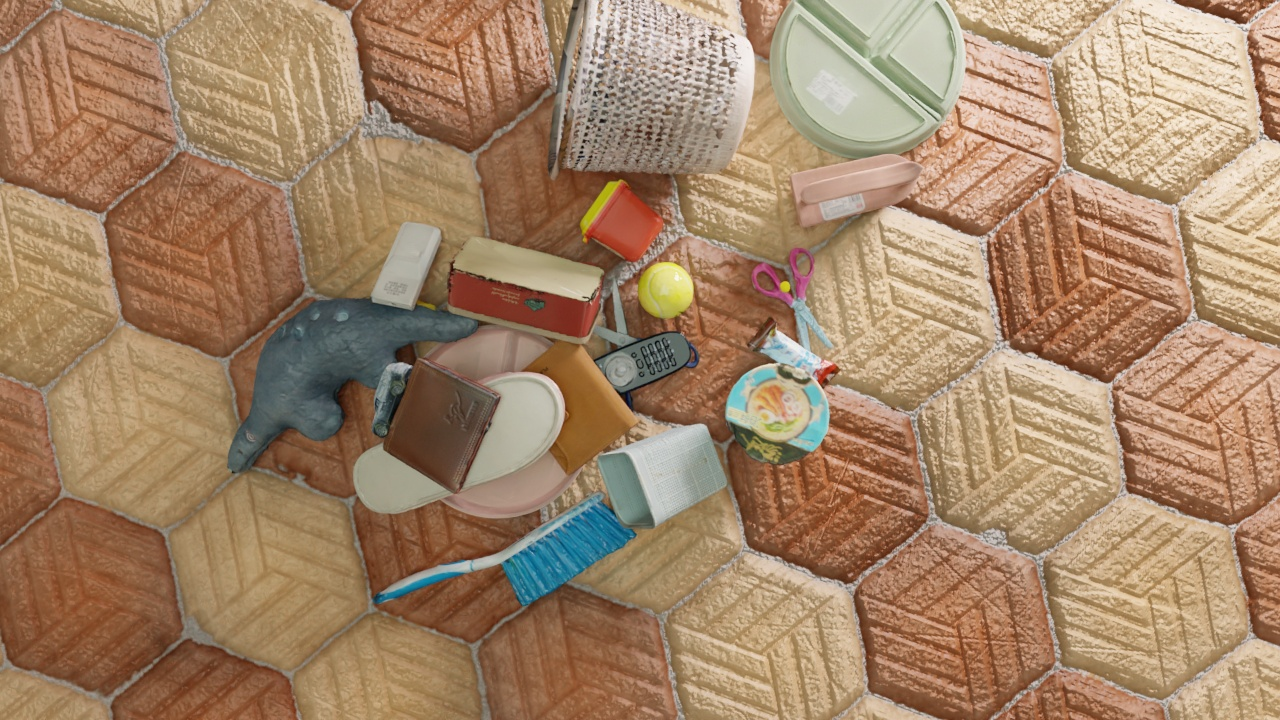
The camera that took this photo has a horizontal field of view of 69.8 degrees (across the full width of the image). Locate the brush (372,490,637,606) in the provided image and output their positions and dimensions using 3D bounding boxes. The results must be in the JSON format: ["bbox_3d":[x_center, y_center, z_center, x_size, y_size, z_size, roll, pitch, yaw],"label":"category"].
[{"bbox_3d":[-0.162,0.246,1.086,0.314,0.060,0.109,-33,85,4],"label":"brush"}]

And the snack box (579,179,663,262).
[{"bbox_3d":[-0.022,-0.155,1.051,0.080,0.091,0.082,36,93,-7],"label":"snack box"}]

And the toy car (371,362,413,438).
[{"bbox_3d":[-0.279,0.044,1.029,0.034,0.042,0.091,23,108,2],"label":"toy car"}]

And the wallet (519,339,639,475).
[{"bbox_3d":[-0.082,0.051,1.053,0.108,0.031,0.132,-37,88,9],"label":"wallet"}]

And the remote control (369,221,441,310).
[{"bbox_3d":[-0.268,-0.111,1.055,0.049,0.024,0.124,10,54,0],"label":"remote control"}]

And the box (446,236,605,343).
[{"bbox_3d":[-0.128,-0.089,1.041,0.168,0.091,0.077,14,126,3],"label":"box"}]

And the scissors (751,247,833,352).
[{"bbox_3d":[0.195,-0.071,1.085,0.093,0.017,0.137,-39,95,1],"label":"scissors"}]

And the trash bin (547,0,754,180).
[{"bbox_3d":[0.011,-0.294,0.997,0.192,0.227,0.227,8,92,-12],"label":"trash bin"}]

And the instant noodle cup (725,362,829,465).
[{"bbox_3d":[0.148,0.054,1.037,0.111,0.120,0.111,0,93,2],"label":"instant noodle cup"}]

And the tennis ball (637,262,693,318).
[{"bbox_3d":[0.029,-0.081,1.062,0.065,0.065,0.065,0,92,1],"label":"tennis ball"}]

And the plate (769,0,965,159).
[{"bbox_3d":[0.266,-0.351,1.069,0.230,0.027,0.230,0,91,2],"label":"plate"}]

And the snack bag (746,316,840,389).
[{"bbox_3d":[0.180,-0.004,1.080,0.104,0.026,0.048,38,98,-1],"label":"snack bag"}]

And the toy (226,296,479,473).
[{"bbox_3d":[-0.362,0.006,1.062,0.356,0.091,0.138,-33,101,7],"label":"toy"}]

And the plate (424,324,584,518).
[{"bbox_3d":[-0.169,0.072,1.090,0.229,0.028,0.229,0,92,0],"label":"plate"}]

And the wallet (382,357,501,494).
[{"bbox_3d":[-0.219,0.070,1.006,0.101,0.032,0.125,26,101,8],"label":"wallet"}]

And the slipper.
[{"bbox_3d":[-0.205,0.096,1.049,0.275,0.054,0.114,-27,88,13],"label":"slipper"}]

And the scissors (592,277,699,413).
[{"bbox_3d":[-0.014,-0.012,1.093,0.176,0.012,0.162,13,91,3],"label":"scissors"}]

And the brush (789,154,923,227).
[{"bbox_3d":[0.248,-0.198,1.051,0.145,0.073,0.063,-13,90,0],"label":"brush"}]

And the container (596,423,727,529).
[{"bbox_3d":[0.027,0.128,1.042,0.111,0.090,0.090,-20,91,-29],"label":"container"}]

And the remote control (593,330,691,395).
[{"bbox_3d":[-0.006,0.006,1.073,0.136,0.024,0.053,-22,91,2],"label":"remote control"}]
